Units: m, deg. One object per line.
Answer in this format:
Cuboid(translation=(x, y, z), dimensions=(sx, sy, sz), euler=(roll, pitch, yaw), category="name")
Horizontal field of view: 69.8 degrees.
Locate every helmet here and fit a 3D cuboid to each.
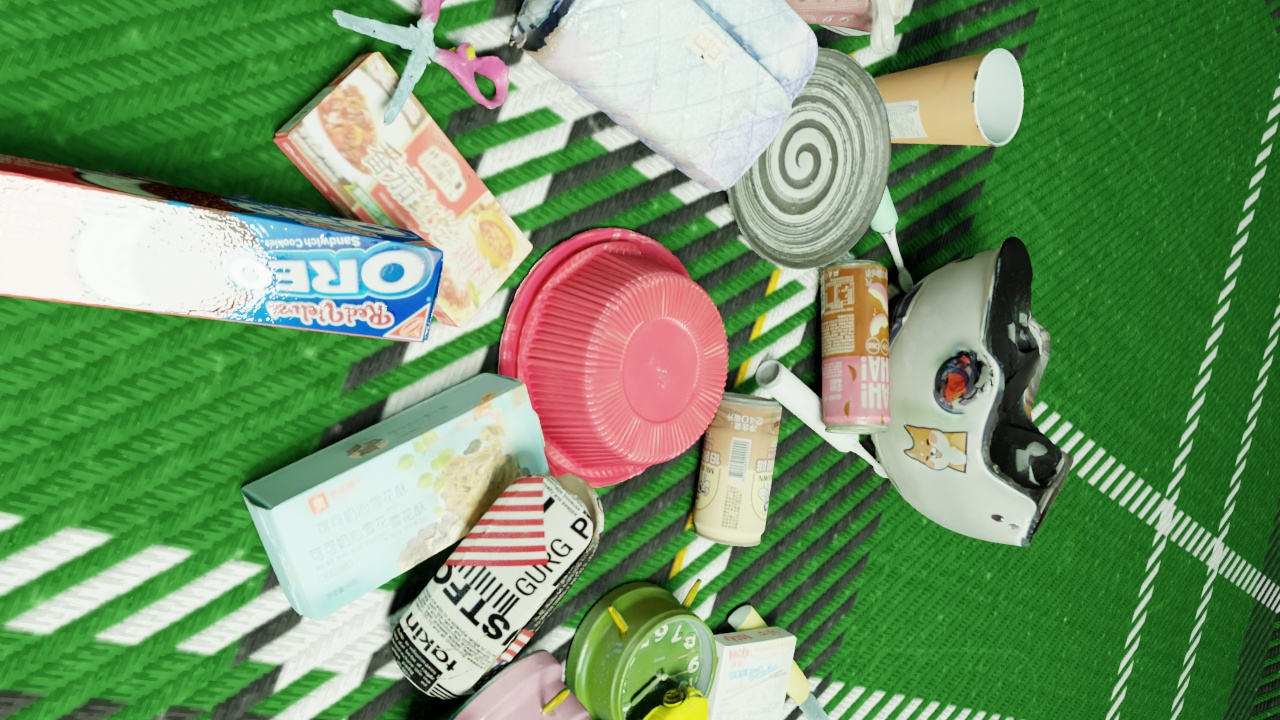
Cuboid(translation=(0.292, 0.034, 0.852), dimensions=(0.229, 0.157, 0.274), euler=(-20, 100, -56), category="helmet")

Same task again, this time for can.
Cuboid(translation=(0.187, -0.011, 0.799), dimensions=(0.057, 0.058, 0.147), euler=(8, 79, -42), category="can")
Cuboid(translation=(0.078, 0.086, 0.739), dimensions=(0.058, 0.059, 0.116), euler=(4, 94, -41), category="can")

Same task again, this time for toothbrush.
Cuboid(translation=(0.176, 0.061, 0.842), dimensions=(0.221, 0.027, 0.026), euler=(36, 51, -39), category="toothbrush")
Cuboid(translation=(0.215, -0.151, 0.840), dimensions=(0.224, 0.026, 0.027), euler=(60, 30, -30), category="toothbrush")

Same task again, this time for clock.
Cuboid(translation=(-0.085, 0.257, 0.604), dimensions=(0.117, 0.060, 0.159), euler=(-41, 160, -21), category="clock")
Cuboid(translation=(0.004, 0.251, 0.705), dimensions=(0.116, 0.056, 0.161), euler=(-5, 101, -40), category="clock")

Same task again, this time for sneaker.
Cuboid(translation=(0.142, -0.298, 0.710), dimensions=(0.240, 0.088, 0.118), euler=(-7, 102, -40), category="sneaker")

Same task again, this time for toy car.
Cuboid(translation=(0.015, 0.281, 0.660), dimensions=(0.105, 0.032, 0.048), euler=(-36, 119, -32), category="toy car")

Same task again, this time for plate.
Cuboid(translation=(0.138, -0.166, 0.762), dimensions=(0.179, 0.024, 0.179), euler=(-10, 110, -29), category="plate")

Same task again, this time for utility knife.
Cuboid(translation=(0.137, 0.294, 0.854), dimensions=(0.030, 0.022, 0.220), euler=(-49, 119, -23), category="utility knife")

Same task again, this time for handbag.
Cuboid(translation=(0.024, -0.214, 0.616), dimensions=(0.193, 0.075, 0.134), euler=(27, 107, -39), category="handbag")

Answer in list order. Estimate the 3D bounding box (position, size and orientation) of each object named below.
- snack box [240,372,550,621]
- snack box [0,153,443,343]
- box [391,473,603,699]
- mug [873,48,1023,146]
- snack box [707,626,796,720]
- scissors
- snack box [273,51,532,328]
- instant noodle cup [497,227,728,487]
Cuboid(translation=(-0.139, 0.076, 0.553), dimensions=(0.174, 0.052, 0.074), euler=(-28, 116, -35), category="snack box")
Cuboid(translation=(-0.204, -0.051, 0.455), dimensions=(0.207, 0.058, 0.057), euler=(7, 104, -36), category="snack box")
Cuboid(translation=(-0.080, 0.140, 0.574), dimensions=(0.163, 0.075, 0.083), euler=(-52, 168, 10), category="box")
Cuboid(translation=(0.257, -0.223, 0.800), dimensions=(0.078, 0.123, 0.078), euler=(-7, 101, -41), category="mug")
Cuboid(translation=(0.084, 0.313, 0.797), dimensions=(0.084, 0.027, 0.157), euler=(5, 96, -36), category="snack box")
Cuboid(translation=(-0.122, -0.190, 0.528), dimensions=(0.133, 0.017, 0.130), euler=(-5, 92, -56), category="scissors")
Cuboid(translation=(-0.135, -0.097, 0.545), dimensions=(0.075, 0.025, 0.153), euler=(-52, 126, -21), category="snack box")
Cuboid(translation=(-0.004, 0.004, 0.651), dimensions=(0.193, 0.066, 0.194), euler=(-9, 104, -40), category="instant noodle cup")
